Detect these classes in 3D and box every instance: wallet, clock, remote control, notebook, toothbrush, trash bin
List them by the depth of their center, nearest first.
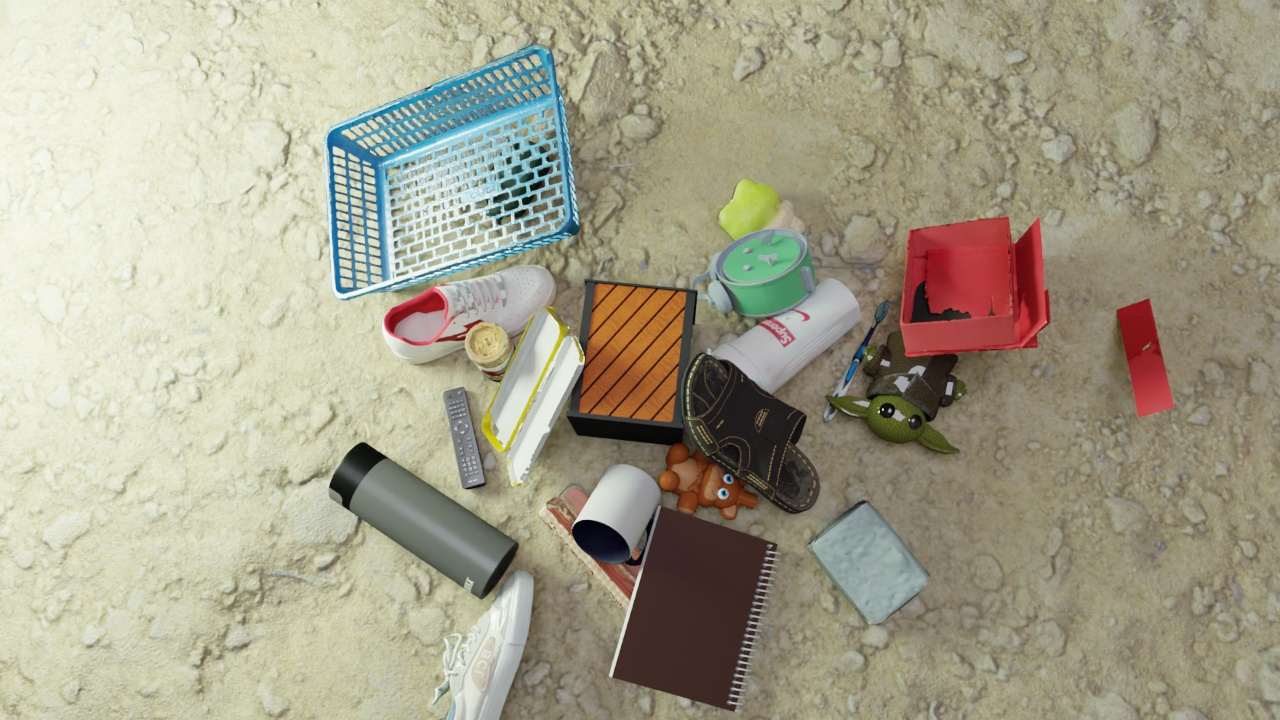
[{"bbox_3d":[0.073,0.305,1.126,0.171,0.022,0.209,20,77,-12],"label":"notebook"},{"bbox_3d":[0.283,0.251,1.143,0.100,0.054,0.131,-38,79,2],"label":"wallet"},{"bbox_3d":[-0.007,0.007,1.167,0.140,0.140,0.171,6,76,3],"label":"trash bin"},{"bbox_3d":[0.144,-0.115,1.205,0.162,0.075,0.121,-12,38,16],"label":"clock"},{"bbox_3d":[-0.233,0.102,1.216,0.032,0.015,0.136,-15,73,-2],"label":"remote control"},{"bbox_3d":[0.288,-0.001,1.221,0.016,0.017,0.188,28,78,8],"label":"toothbrush"}]

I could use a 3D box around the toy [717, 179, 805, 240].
[{"bbox_3d":[0.169,-0.194,1.260,0.115,0.046,0.092,30,80,2],"label":"toy"}]

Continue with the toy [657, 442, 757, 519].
[{"bbox_3d":[0.088,0.158,1.167,0.128,0.065,0.094,20,70,2],"label":"toy"}]

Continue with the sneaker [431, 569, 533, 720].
[{"bbox_3d":[-0.198,0.367,1.108,0.090,0.090,0.242,19,81,-9],"label":"sneaker"}]

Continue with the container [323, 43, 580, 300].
[{"bbox_3d":[-0.243,-0.230,1.208,0.363,0.089,0.257,-13,75,21],"label":"container"}]

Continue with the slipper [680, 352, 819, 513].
[{"bbox_3d":[0.145,0.092,1.108,0.268,0.076,0.112,46,58,-26],"label":"slipper"}]

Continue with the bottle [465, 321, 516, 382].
[{"bbox_3d":[-0.191,-0.010,1.195,0.056,0.105,0.056,0,76,2],"label":"bottle"}]

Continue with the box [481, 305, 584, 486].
[{"bbox_3d":[-0.134,0.045,1.143,0.210,0.036,0.129,-61,42,25],"label":"box"}]

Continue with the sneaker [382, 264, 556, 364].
[{"bbox_3d":[-0.228,-0.072,1.213,0.236,0.104,0.090,-19,76,-3],"label":"sneaker"}]

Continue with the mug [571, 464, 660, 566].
[{"bbox_3d":[-0.020,0.202,1.140,0.112,0.079,0.096,55,42,-21],"label":"mug"}]

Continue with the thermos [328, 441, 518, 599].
[{"bbox_3d":[-0.276,0.200,1.158,0.240,0.082,0.082,31,79,9],"label":"thermos"}]

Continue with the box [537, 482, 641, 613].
[{"bbox_3d":[-0.046,0.239,1.163,0.187,0.082,0.042,45,126,10],"label":"box"}]

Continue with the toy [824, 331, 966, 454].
[{"bbox_3d":[0.344,0.032,1.180,0.179,0.078,0.152,23,79,5],"label":"toy"}]

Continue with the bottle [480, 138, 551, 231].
[{"bbox_3d":[-0.182,-0.239,1.275,0.061,0.061,0.131,25,78,10],"label":"bottle"}]

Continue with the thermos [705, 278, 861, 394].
[{"bbox_3d":[0.180,-0.019,1.196,0.220,0.099,0.099,-36,77,-11],"label":"thermos"}]

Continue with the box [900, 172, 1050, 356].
[{"bbox_3d":[0.405,-0.098,1.148,0.164,0.154,0.214,27,46,-9],"label":"box"}]
